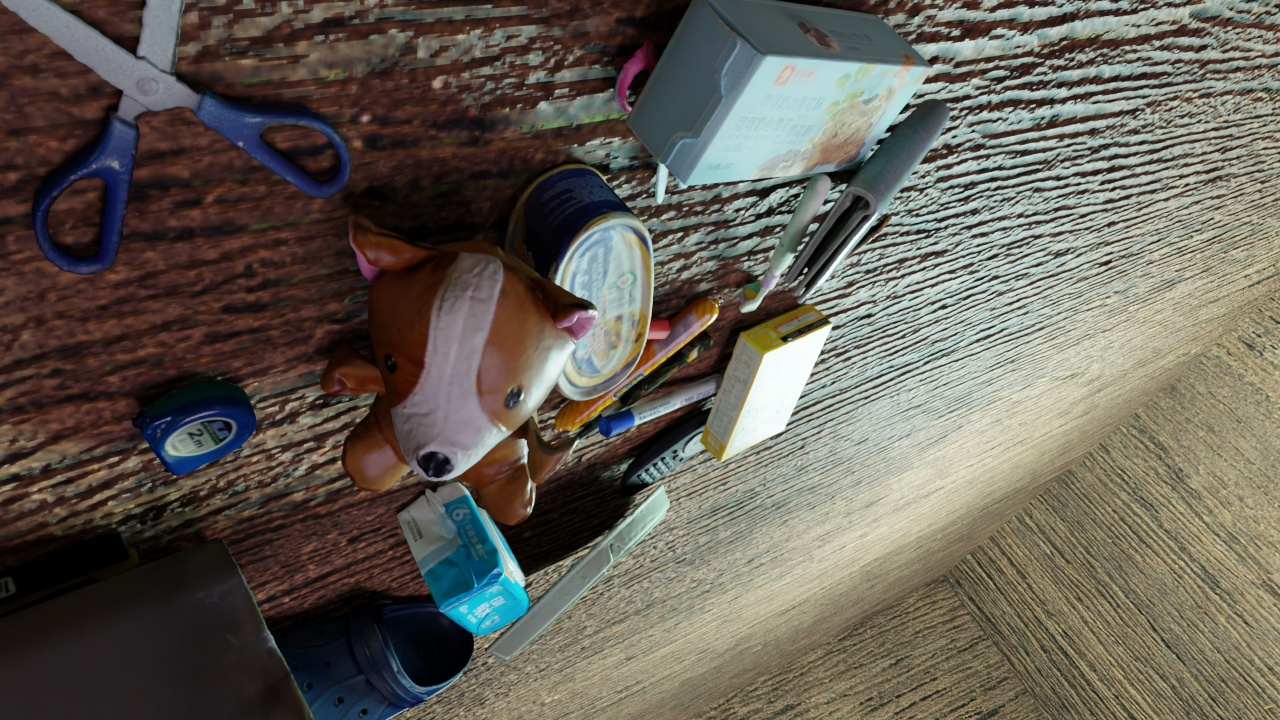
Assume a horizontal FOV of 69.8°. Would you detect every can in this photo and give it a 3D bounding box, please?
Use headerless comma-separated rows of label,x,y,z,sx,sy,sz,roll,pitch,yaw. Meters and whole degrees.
can,-0.034,-0.040,0.529,0.074,0.049,0.148,-25,146,-22

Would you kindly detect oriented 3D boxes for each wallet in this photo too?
wallet,0.149,-0.102,0.600,0.129,0.037,0.107,-48,173,-38

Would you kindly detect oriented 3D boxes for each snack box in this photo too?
snack box,0.108,0.021,0.802,0.086,0.034,0.141,-23,143,-34
snack box,0.077,-0.139,0.477,0.174,0.051,0.074,-17,152,-46

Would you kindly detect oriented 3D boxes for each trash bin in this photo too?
trash bin,-0.316,0.223,0.521,0.219,0.198,0.200,-27,174,-30

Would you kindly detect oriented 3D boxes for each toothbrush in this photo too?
toothbrush,-0.018,0.036,0.738,0.186,0.012,0.017,-37,163,8
toothbrush,-0.386,0.150,0.521,0.189,0.015,0.017,-20,158,-24
toothbrush,0.094,-0.075,0.616,0.029,0.020,0.190,-58,176,-18

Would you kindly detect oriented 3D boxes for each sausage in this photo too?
sausage,-0.004,0.004,0.689,0.165,0.021,0.021,-38,154,11

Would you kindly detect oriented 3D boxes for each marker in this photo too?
marker,-0.035,-0.019,0.620,0.145,0.017,0.017,-4,142,-44
marker,0.022,0.035,0.757,0.145,0.017,0.017,-19,152,-42
marker,-0.358,0.128,0.511,0.131,0.020,0.022,-19,160,-28

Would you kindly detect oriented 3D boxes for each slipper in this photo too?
slipper,-0.230,0.258,0.777,0.095,0.105,0.252,-38,157,26

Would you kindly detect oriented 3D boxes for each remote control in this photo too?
remote control,0.034,0.079,0.857,0.136,0.024,0.053,-35,151,-1

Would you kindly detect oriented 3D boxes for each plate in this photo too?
plate,-0.055,0.205,0.880,0.230,0.027,0.230,-42,174,-6

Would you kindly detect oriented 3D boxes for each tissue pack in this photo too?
tissue pack,-0.136,0.160,0.732,0.063,0.090,0.140,-28,154,-9

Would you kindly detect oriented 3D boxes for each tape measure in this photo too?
tape measure,-0.232,0.033,0.481,0.054,0.025,0.058,-25,157,-20

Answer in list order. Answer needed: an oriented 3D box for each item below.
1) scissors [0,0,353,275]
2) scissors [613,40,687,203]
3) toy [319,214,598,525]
scissors,-0.179,-0.091,0.341,0.163,0.012,0.175,-41,152,17
scissors,0.024,-0.134,0.498,0.076,0.017,0.137,-40,158,-5
toy,-0.097,0.014,0.478,0.140,0.130,0.200,14,141,-11
